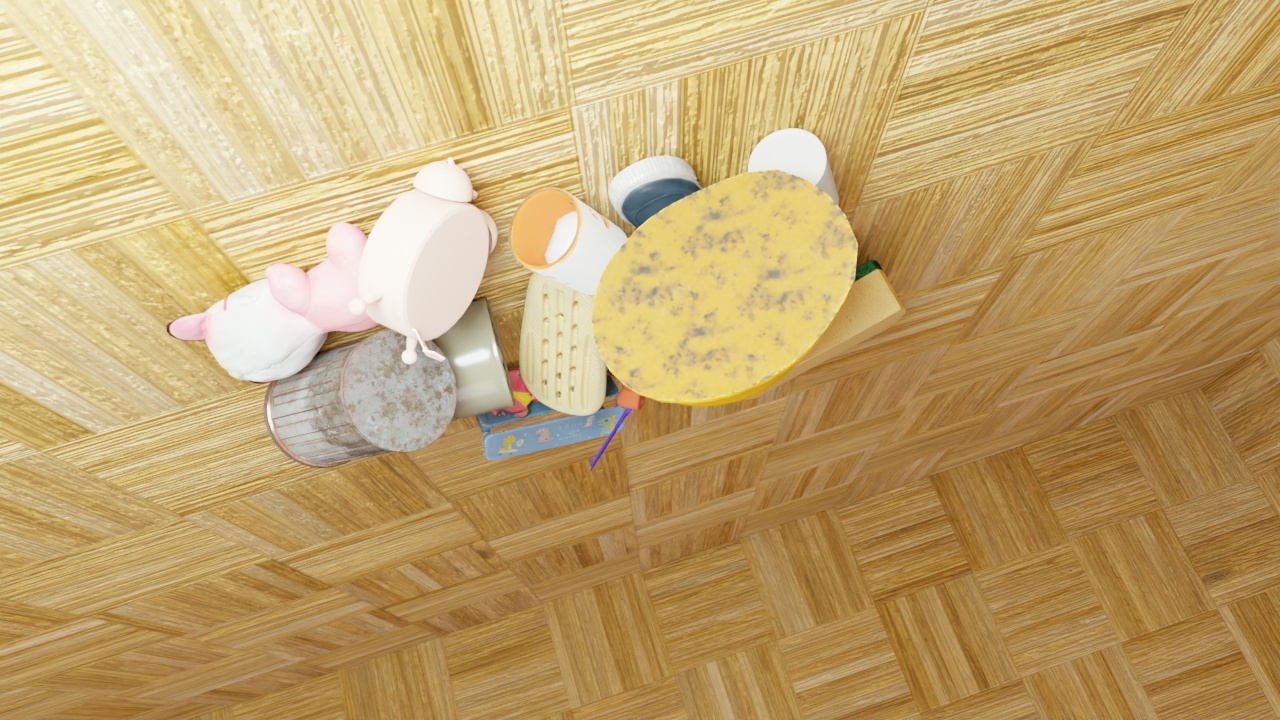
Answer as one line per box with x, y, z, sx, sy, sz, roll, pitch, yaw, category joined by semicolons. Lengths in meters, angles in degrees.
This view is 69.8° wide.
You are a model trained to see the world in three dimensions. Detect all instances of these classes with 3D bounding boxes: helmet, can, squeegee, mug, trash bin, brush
0.085;-0.048;0.887;0.255;0.205;0.131;-38;154;-3;helmet
-0.192;0.000;1.032;0.073;0.127;0.128;-15;158;-6;can
-0.007;0.007;1.204;0.055;0.248;0.185;11;119;14;squeegee
0.147;-0.174;0.956;0.112;0.078;0.097;-32;156;8;mug
-0.069;-0.117;0.918;0.082;0.082;0.105;-28;158;21;mug
-0.301;0.043;0.970;0.130;0.130;0.212;2;171;-42;trash bin
0.236;-0.037;1.275;0.250;0.075;0.195;-29;171;7;brush

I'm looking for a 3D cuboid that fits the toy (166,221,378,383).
-0.324;-0.045;0.876;0.213;0.084;0.142;-24;162;9;toy

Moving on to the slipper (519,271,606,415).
-0.087;-0.035;1.107;0.111;0.079;0.262;12;142;5;slipper

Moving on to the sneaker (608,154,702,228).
0.050;-0.136;0.961;0.089;0.087;0.235;-30;155;24;sneaker

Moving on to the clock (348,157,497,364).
-0.181;-0.084;0.821;0.086;0.160;0.131;17;163;14;clock

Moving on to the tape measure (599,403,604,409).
-0.072;0.076;1.400;0.035;0.058;0.066;-14;156;-14;tape measure

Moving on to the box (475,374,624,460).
-0.129;0.087;1.326;0.210;0.072;0.079;-13;125;-15;box

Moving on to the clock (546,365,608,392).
-0.091;0.008;1.229;0.094;0.042;0.120;8;137;-47;clock

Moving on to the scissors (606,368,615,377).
-0.012;0.004;1.334;0.131;0.019;0.149;-34;155;31;scissors

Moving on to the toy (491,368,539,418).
-0.180;0.042;1.245;0.103;0.046;0.084;-1;135;-20;toy
